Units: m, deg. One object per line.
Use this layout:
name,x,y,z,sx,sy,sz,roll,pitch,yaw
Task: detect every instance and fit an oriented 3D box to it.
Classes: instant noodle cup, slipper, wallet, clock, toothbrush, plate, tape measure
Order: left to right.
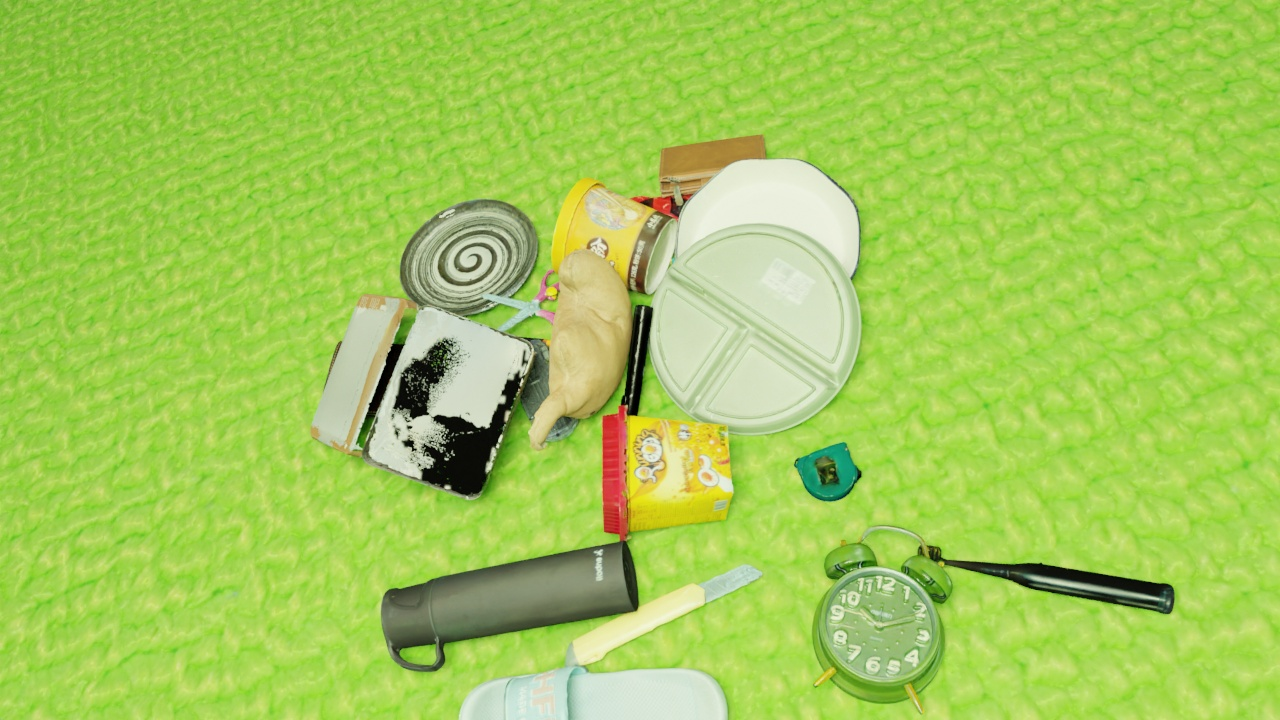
wallet,-0.311,0.023,1.079,0.122,0.020,0.096,3,66,13
plate,-0.211,-0.124,1.139,0.179,0.024,0.179,-6,58,10
slipper,-0.045,0.321,0.814,0.245,0.074,0.104,-9,60,6
instant noodle cup,-0.027,-0.136,1.055,0.114,0.119,0.118,21,67,13
instant noodle cup,0.024,0.111,0.904,0.123,0.116,0.116,-1,59,-1
wallet,0.088,-0.235,1.112,0.131,0.035,0.118,-5,41,9
plate,0.114,-0.036,0.964,0.230,0.027,0.230,-2,82,18
plate,0.141,-0.126,1.024,0.205,0.045,0.204,-3,74,9
tape measure,0.187,0.111,0.911,0.058,0.025,0.054,-20,57,1
clock,0.216,0.225,0.821,0.116,0.056,0.161,9,63,16
toothbrush,0.358,0.193,0.824,0.213,0.027,0.026,8,25,17

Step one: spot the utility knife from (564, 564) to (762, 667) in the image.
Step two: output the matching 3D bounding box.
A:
utility knife,0.019,0.242,0.877,0.208,0.021,0.031,-28,60,4

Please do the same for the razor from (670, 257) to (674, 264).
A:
razor,0.096,-0.138,1.073,0.132,0.028,0.043,-25,75,1

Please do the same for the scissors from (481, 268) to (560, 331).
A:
scissors,-0.118,-0.058,1.070,0.131,0.017,0.133,40,60,17

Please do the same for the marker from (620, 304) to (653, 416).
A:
marker,-0.006,0.006,0.983,0.020,0.022,0.132,11,93,59

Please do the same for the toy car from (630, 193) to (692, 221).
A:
toy car,0.032,-0.179,1.111,0.106,0.031,0.049,0,61,10

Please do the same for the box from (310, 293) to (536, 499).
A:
box,-0.247,0.030,0.980,0.272,0.132,0.179,16,83,24

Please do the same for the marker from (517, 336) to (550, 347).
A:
marker,-0.122,-0.019,1.060,0.124,0.018,0.015,8,70,18

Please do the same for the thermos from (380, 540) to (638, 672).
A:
thermos,-0.125,0.240,0.884,0.243,0.068,0.089,-13,58,7

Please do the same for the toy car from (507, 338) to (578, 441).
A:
toy car,-0.108,0.034,1.017,0.054,0.037,0.120,-27,68,2

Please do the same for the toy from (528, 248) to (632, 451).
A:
toy,-0.061,-0.003,0.961,0.083,0.143,0.225,-3,63,25
